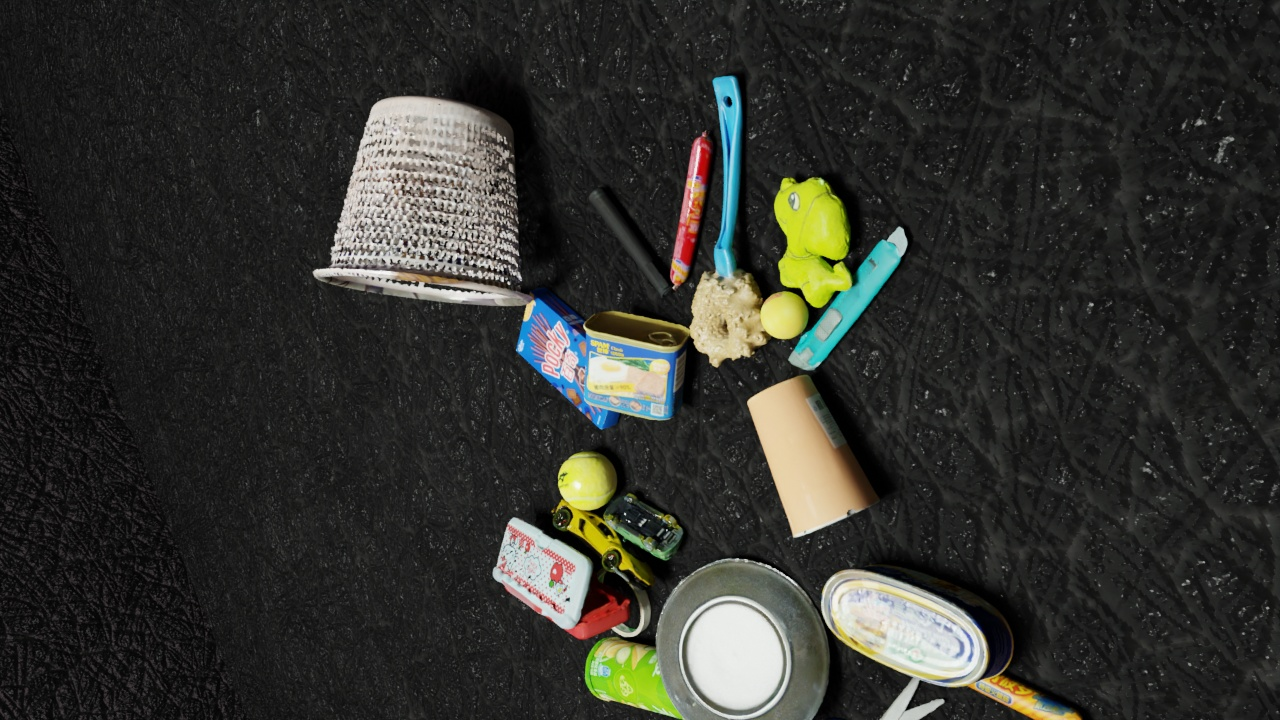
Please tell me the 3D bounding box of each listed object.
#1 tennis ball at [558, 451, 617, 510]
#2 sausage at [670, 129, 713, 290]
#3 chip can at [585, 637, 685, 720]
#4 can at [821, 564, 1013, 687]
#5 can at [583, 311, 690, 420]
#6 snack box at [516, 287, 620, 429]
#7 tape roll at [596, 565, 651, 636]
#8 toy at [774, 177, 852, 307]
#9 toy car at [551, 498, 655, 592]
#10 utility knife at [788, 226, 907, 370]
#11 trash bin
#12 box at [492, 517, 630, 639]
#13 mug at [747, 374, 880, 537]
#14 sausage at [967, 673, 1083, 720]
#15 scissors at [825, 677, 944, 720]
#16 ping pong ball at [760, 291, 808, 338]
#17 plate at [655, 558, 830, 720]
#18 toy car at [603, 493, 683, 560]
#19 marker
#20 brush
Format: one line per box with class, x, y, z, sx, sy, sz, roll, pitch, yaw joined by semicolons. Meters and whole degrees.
tennis ball;-0.058;0.133;1.015;0.065;0.065;0.065;19;118;41
sausage;0.047;-0.134;0.839;0.020;0.020;0.156;32;126;35
chip can;0.029;0.349;0.998;0.222;0.072;0.072;-9;98;48
can;0.220;0.213;0.744;0.148;0.049;0.074;14;94;43
can;-0.005;0.005;0.901;0.102;0.057;0.083;13;118;17
snack box;-0.075;-0.004;1.010;0.157;0.026;0.085;40;129;30
tape roll;-0.023;0.279;1.070;0.086;0.013;0.086;19;118;41
toy;0.141;-0.099;0.743;0.097;0.031;0.100;43;135;32
toy car;-0.038;0.204;1.022;0.156;0.071;0.041;33;83;41
utility knife;0.167;-0.045;0.748;0.029;0.013;0.165;51;135;21
trash bin;-0.219;-0.166;0.974;0.228;0.227;0.192;4;87;46
box;-0.101;0.241;1.059;0.202;0.095;0.099;9;111;56
mug;0.142;0.078;0.779;0.078;0.078;0.122;-35;74;47
sausage;0.277;0.257;0.738;0.165;0.021;0.021;18;117;41
scissors;0.213;0.336;0.844;0.141;0.012;0.171;16;114;42
ping pong ball;0.122;-0.038;0.778;0.040;0.040;0.040;19;118;41
plate;0.092;0.282;0.879;0.180;0.024;0.179;-4;82;26
toy car;0.003;0.179;0.982;0.091;0.043;0.036;28;146;28
marker;-0.009;-0.117;0.903;0.020;0.022;0.132;-37;73;9
brush;0.078;-0.116;0.804;0.083;0.045;0.255;14;110;48
